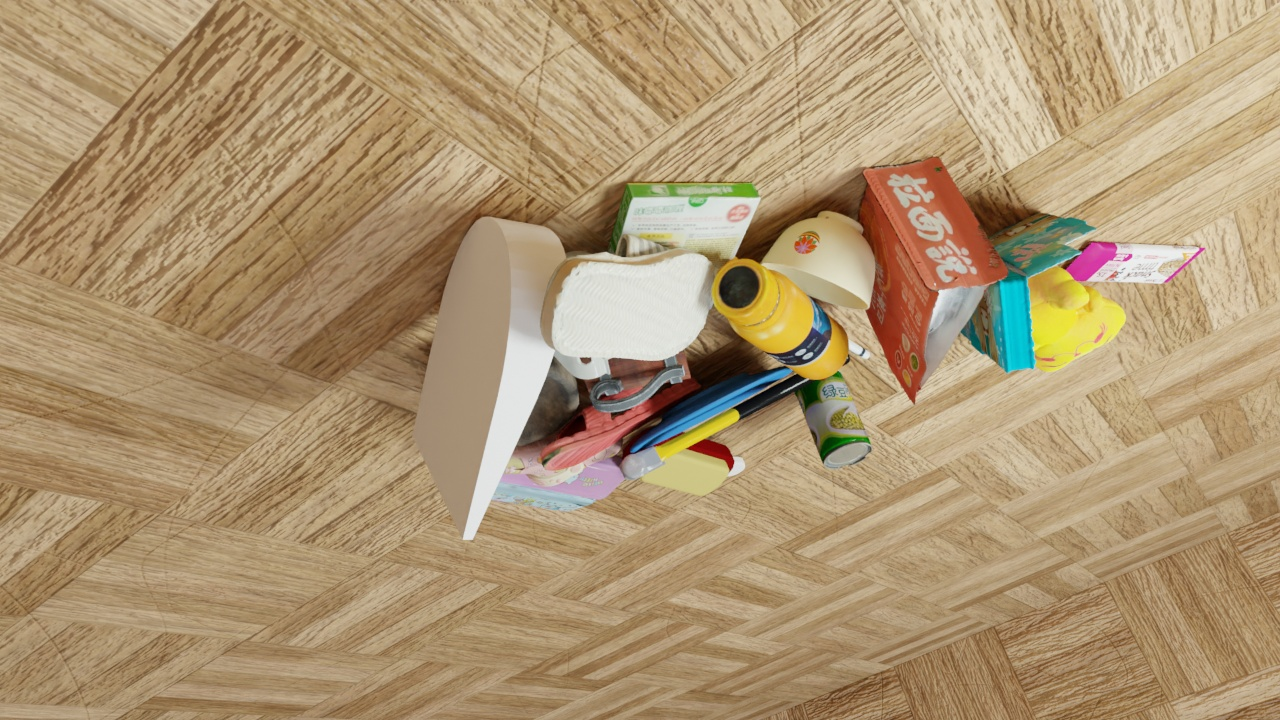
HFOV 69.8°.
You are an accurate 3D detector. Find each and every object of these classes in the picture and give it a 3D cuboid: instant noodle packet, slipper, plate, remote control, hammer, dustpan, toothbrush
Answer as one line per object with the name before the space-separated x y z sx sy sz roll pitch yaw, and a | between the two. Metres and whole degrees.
instant noodle packet | 0.273 -0.072 0.950 0.084 0.164 0.221 -12 147 -9
slipper | -0.029 0.060 1.077 0.248 0.059 0.104 -24 168 -44
plate | 0.083 0.052 1.125 0.224 0.024 0.224 -26 172 -4
remote control | 0.093 0.159 1.358 0.136 0.013 0.043 1 144 -24
slipper | -0.115 0.117 1.122 0.197 0.093 0.082 -2 118 -27
hammer | 0.120 0.068 1.162 0.323 0.029 0.127 -27 172 -6
dustpan | -0.136 0.001 0.838 0.053 0.191 0.258 6 111 -30
toothbrush | 0.233 -0.032 1.134 0.017 0.012 0.186 -23 149 35
slipper | -0.009 -0.054 0.821 0.054 0.114 0.272 14 -167 27

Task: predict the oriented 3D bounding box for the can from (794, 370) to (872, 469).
can | 0.250 0.074 1.199 0.067 0.120 0.067 -11 147 -7

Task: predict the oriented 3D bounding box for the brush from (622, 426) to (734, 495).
brush | 0.057 0.146 1.280 0.173 0.041 0.082 20 125 -38

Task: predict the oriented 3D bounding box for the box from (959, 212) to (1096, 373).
box | 0.378 -0.088 0.951 0.086 0.227 0.168 26 105 0

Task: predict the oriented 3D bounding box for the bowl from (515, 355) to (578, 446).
bowl | -0.152 0.028 1.005 0.162 0.070 0.162 -11 147 -7

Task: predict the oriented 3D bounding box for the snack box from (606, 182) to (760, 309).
snack box | 0.032 -0.109 0.919 0.131 0.027 0.168 -4 145 -19

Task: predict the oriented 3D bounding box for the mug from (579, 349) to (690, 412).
mug | -0.006 0.006 0.998 0.111 0.117 0.081 -14 130 4

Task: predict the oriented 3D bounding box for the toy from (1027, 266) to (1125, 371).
toy | 0.515 -0.052 1.156 0.193 0.087 0.135 18 132 -43

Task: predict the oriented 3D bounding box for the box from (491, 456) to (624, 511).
box | -0.135 0.164 1.253 0.214 0.040 0.152 18 138 -41

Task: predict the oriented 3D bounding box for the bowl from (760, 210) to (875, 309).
bowl | 0.190 -0.109 0.934 0.118 0.118 0.074 25 87 -46

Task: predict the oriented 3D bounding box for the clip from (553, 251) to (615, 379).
clip | -0.077 -0.038 0.906 0.151 0.105 0.127 -12 136 -2

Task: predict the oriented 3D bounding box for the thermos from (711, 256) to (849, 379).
thermos | 0.144 -0.044 0.975 0.232 0.091 0.076 25 90 -57

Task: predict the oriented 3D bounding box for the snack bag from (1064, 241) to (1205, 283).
snack bag | 0.621 -0.121 1.160 0.196 0.016 0.070 -1 146 -22
